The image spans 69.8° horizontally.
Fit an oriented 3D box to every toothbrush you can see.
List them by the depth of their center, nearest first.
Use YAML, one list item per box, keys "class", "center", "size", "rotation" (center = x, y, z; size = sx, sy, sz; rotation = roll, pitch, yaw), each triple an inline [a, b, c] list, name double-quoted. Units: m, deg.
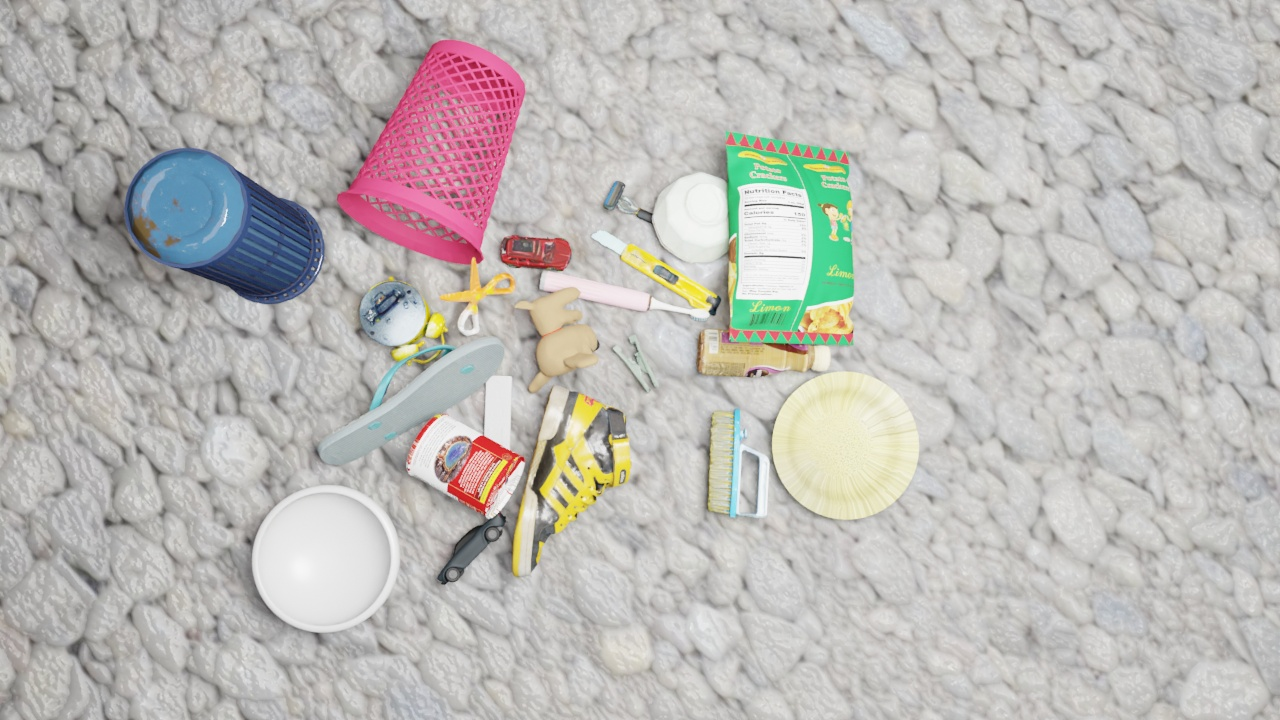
- class: "toothbrush"
  center: [-0.020, -0.080, 1.183]
  size: [0.222, 0.027, 0.027]
  rotation: [13, 66, 0]

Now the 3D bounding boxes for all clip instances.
- class: "clip"
  center: [-0.010, 0.008, 1.180]
  size: [0.050, 0.023, 0.078]
  rotation: [-17, 85, 0]

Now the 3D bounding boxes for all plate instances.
- class: "plate"
  center: [0.257, 0.108, 1.170]
  size: [0.184, 0.036, 0.184]
  rotation: [0, 86, -1]

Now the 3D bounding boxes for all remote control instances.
- class: "remote control"
  center: [-0.182, 0.085, 1.175]
  size: [0.033, 0.012, 0.131]
  rotation: [1, 86, 7]

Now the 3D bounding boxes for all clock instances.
- class: "clock"
  center: [-0.299, -0.048, 1.160]
  size: [0.083, 0.057, 0.118]
  rotation: [-43, 88, -4]

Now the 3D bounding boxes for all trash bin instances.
- class: "trash bin"
  center: [-0.476, -0.151, 1.067]
  size: [0.139, 0.249, 0.139]
  rotation: [0, 86, -1]

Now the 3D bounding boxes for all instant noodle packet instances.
- class: "instant noodle packet"
  center: [0.188, -0.147, 1.142]
  size: [0.195, 0.090, 0.252]
  rotation: [1, 87, -30]

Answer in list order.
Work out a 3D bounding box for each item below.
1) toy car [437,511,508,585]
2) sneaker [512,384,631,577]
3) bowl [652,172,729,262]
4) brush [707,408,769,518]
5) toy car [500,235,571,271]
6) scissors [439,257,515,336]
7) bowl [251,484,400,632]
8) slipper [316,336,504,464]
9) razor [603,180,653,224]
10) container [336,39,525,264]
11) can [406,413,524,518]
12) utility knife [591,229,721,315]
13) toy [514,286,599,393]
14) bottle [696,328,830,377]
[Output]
- class: "toy car"
  center: [-0.212, 0.234, 1.148]
  size: [0.034, 0.046, 0.112]
  rotation: [44, 85, 1]
- class: "sneaker"
  center: [-0.081, 0.158, 1.136]
  size: [0.122, 0.086, 0.238]
  rotation: [13, 88, -3]
- class: "bowl"
  center: [0.078, -0.188, 1.162]
  size: [0.117, 0.061, 0.117]
  rotation: [2, 78, -10]
- class: "brush"
  center: [0.124, 0.128, 1.156]
  size: [0.075, 0.055, 0.136]
  rotation: [3, 86, 4]
- class: "toy car"
  center: [-0.134, -0.140, 1.182]
  size: [0.091, 0.036, 0.042]
  rotation: [5, 85, -6]
- class: "scissors"
  center: [-0.207, -0.076, 1.148]
  size: [0.011, 0.125, 0.128]
  rotation: [38, 116, 26]
- class: "bowl"
  center: [-0.381, 0.241, 1.134]
  size: [0.176, 0.066, 0.176]
  rotation: [0, 86, -1]
- class: "slipper"
  center: [-0.286, 0.042, 1.148]
  size: [0.269, 0.098, 0.054]
  rotation: [-34, 63, 5]
- class: "razor"
  center: [0.022, -0.182, 1.194]
  size: [0.144, 0.022, 0.042]
  rotation: [27, 75, -4]
- class: "container"
  center: [-0.239, -0.260, 1.127]
  size: [0.183, 0.183, 0.225]
  rotation: [20, 78, 0]
- class: "can"
  center: [-0.214, 0.128, 1.125]
  size: [0.116, 0.086, 0.086]
  rotation: [27, 86, 11]
- class: "utility knife"
  center: [0.020, -0.116, 1.193]
  size: [0.191, 0.018, 0.030]
  rotation: [31, 77, 4]
- class: "toy"
  center: [-0.101, -0.030, 1.148]
  size: [0.105, 0.134, 0.108]
  rotation: [-15, 83, -44]
- class: "bottle"
  center: [0.156, -0.007, 1.164]
  size: [0.166, 0.059, 0.059]
  rotation: [3, 86, -2]
